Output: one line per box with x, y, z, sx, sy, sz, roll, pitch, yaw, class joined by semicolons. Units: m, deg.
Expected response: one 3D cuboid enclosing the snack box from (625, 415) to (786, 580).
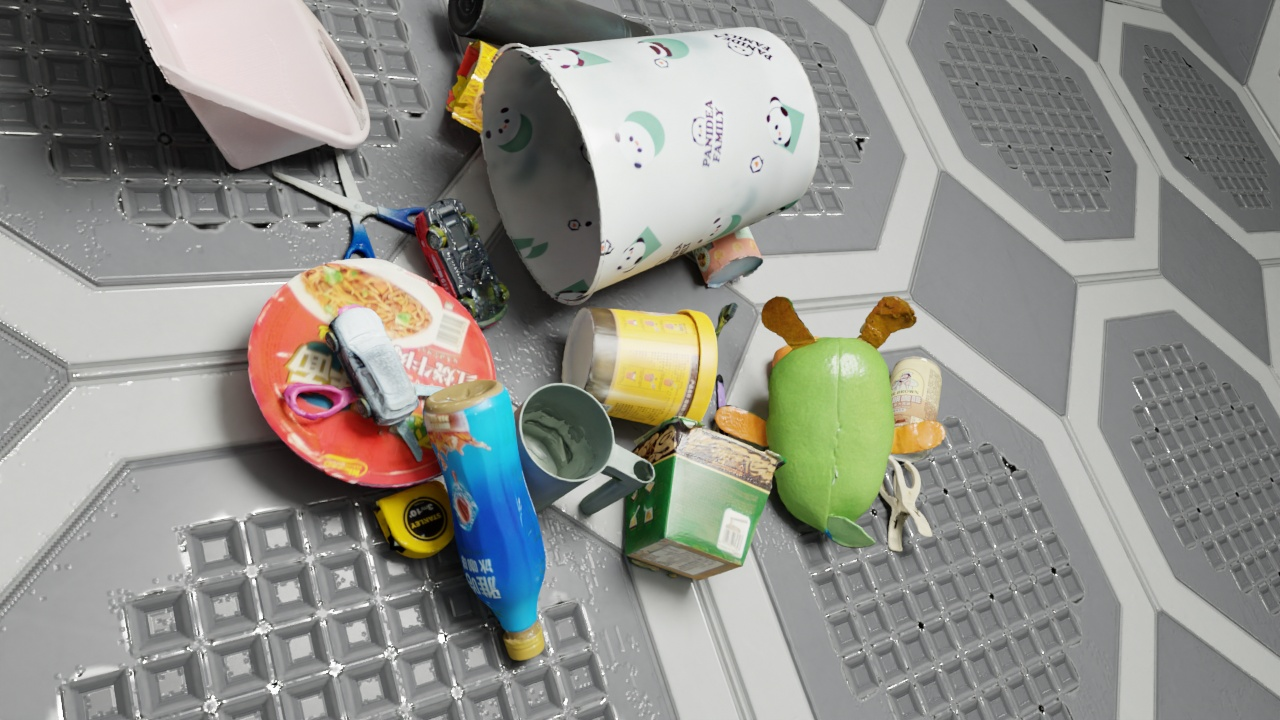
0.048;0.129;0.811;0.118;0.118;0.105;22;60;-18;snack box

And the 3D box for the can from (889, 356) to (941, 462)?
0.310;0.056;1.051;0.058;0.059;0.116;33;52;-13;can

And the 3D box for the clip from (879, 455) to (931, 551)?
0.284;0.154;0.995;0.034;0.070;0.099;15;51;-26;clip

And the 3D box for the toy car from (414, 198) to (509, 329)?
-0.163;-0.085;0.831;0.052;0.045;0.120;-33;103;-43;toy car

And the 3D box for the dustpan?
-0.319;-0.281;0.744;0.138;0.274;0.222;-25;82;-14;dustpan

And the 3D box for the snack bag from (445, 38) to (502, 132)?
-0.098;-0.245;0.962;0.207;0.073;0.128;24;54;-29;snack bag

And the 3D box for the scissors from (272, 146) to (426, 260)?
-0.245;-0.128;0.830;0.162;0.012;0.175;1;64;-31;scissors

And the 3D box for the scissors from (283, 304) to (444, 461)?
-0.204;0.021;0.689;0.133;0.017;0.133;-27;85;-41;scissors

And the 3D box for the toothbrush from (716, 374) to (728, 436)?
0.083;0.096;0.918;0.014;0.017;0.188;24;51;-34;toothbrush

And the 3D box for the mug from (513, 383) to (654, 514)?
-0.065;0.086;0.767;0.124;0.104;0.083;31;52;-16;mug

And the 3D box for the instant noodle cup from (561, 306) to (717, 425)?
-0.005;0.005;0.847;0.114;0.119;0.118;8;61;-21;instant noodle cup

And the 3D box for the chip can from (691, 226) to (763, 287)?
0.065;-0.190;1.021;0.071;0.071;0.214;-11;72;-36;chip can

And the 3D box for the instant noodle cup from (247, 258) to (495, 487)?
-0.215;0.017;0.735;0.193;0.066;0.193;14;59;-25;instant noodle cup

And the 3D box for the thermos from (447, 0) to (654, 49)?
-0.096;-0.366;1.008;0.242;0.068;0.090;-2;29;-45;thermos

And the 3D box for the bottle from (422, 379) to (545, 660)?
-0.109;0.126;0.697;0.065;0.065;0.219;-23;108;-39;bottle

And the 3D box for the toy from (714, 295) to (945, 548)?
0.188;0.057;0.910;0.227;0.090;0.247;4;95;9;toy

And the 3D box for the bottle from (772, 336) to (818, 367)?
0.193;0.051;0.981;0.066;0.067;0.149;-14;81;-37;bottle

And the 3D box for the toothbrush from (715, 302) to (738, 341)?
0.067;0.004;0.952;0.012;0.017;0.185;40;51;-17;toothbrush

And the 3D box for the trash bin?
0.013;-0.196;0.857;0.251;0.230;0.229;-20;77;-25;trash bin

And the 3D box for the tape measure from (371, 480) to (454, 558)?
-0.175;0.127;0.724;0.059;0.029;0.057;-18;75;-38;tape measure

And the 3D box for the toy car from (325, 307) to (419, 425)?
-0.195;0.003;0.672;0.042;0.034;0.090;-25;87;-36;toy car
